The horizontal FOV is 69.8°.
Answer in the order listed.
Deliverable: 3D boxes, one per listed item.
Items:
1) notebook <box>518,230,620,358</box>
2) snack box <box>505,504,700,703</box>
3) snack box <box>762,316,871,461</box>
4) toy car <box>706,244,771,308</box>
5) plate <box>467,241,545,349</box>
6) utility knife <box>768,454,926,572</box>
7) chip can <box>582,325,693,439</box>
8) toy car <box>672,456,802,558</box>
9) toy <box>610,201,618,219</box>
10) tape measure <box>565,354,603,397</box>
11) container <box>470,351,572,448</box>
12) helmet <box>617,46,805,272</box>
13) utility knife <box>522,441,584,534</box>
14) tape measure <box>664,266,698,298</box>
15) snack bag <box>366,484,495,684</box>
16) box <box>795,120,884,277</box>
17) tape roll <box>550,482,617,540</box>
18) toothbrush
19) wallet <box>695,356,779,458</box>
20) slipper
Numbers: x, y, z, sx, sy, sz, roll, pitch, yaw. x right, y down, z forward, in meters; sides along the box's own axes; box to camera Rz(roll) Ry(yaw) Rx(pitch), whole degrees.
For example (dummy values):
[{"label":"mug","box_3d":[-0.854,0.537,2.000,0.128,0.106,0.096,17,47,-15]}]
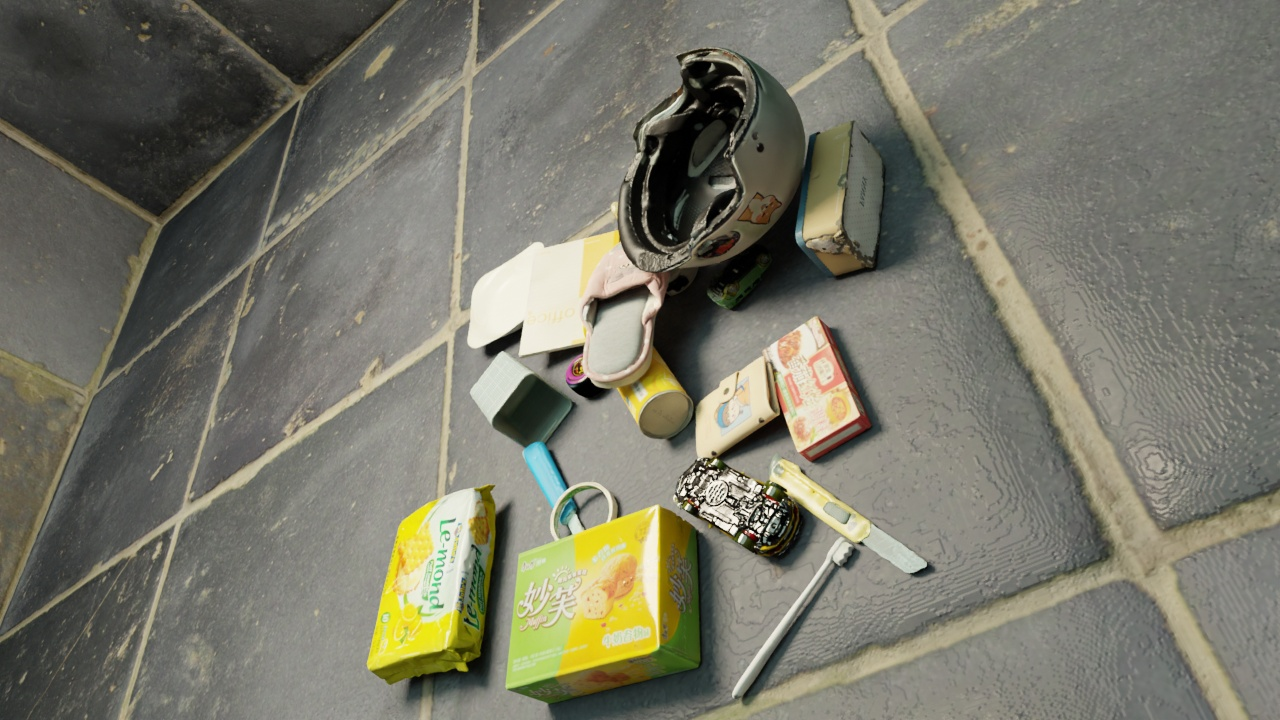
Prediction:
[{"label":"notebook","box_3d":[-0.101,-0.099,1.337,0.146,0.010,0.205,-11,51,19]},{"label":"snack box","box_3d":[-0.041,0.261,0.972,0.211,0.070,0.157,-24,46,29]},{"label":"snack box","box_3d":[0.183,0.027,0.970,0.075,0.025,0.152,-34,41,21]},{"label":"toy car","box_3d":[0.123,-0.103,1.124,0.091,0.036,0.043,-47,36,2]},{"label":"plate","box_3d":[-0.202,-0.096,1.445,0.165,0.034,0.163,-28,44,26]},{"label":"utility knife","box_3d":[0.191,0.146,0.882,0.216,0.022,0.031,34,92,47]},{"label":"chip can","box_3d":[-0.007,0.007,1.138,0.072,0.072,0.213,-44,38,9]},{"label":"toy car","box_3d":[0.098,0.147,0.946,0.156,0.041,0.071,22,77,49]},{"label":"toy","box_3d":[0.013,-0.209,1.263,0.105,0.066,0.157,22,107,20]},{"label":"tape measure","box_3d":[-0.068,0.020,1.217,0.058,0.039,0.057,-42,39,4]},{"label":"container","box_3d":[-0.167,0.052,1.253,0.090,0.090,0.111,-52,34,-1]},{"label":"helmet","box_3d":[0.098,-0.224,1.095,0.275,0.156,0.229,-60,39,37]},{"label":"utility knife","box_3d":[-0.100,0.174,1.142,0.034,0.018,0.218,-42,43,5]},{"label":"tape measure","box_3d":[0.043,-0.120,1.220,0.066,0.033,0.065,-19,50,38]},{"label":"snack bag","box_3d":[-0.256,0.285,1.170,0.158,0.068,0.245,-24,46,31]},{"label":"box","box_3d":[0.230,-0.189,1.046,0.062,0.090,0.183,-16,48,37]},{"label":"tape roll","box_3d":[-0.068,0.186,1.090,0.086,0.014,0.085,-16,55,23]},{"label":"toothbrush","box_3d":[0.141,0.241,0.851,0.180,0.016,0.016,-53,44,-3]},{"label":"wallet","box_3d":[0.105,0.053,1.016,0.115,0.024,0.087,-41,39,37]},{"label":"slipper","box_3d":[-0.021,-0.078,1.140,0.114,0.054,0.273,-7,44,18]}]
